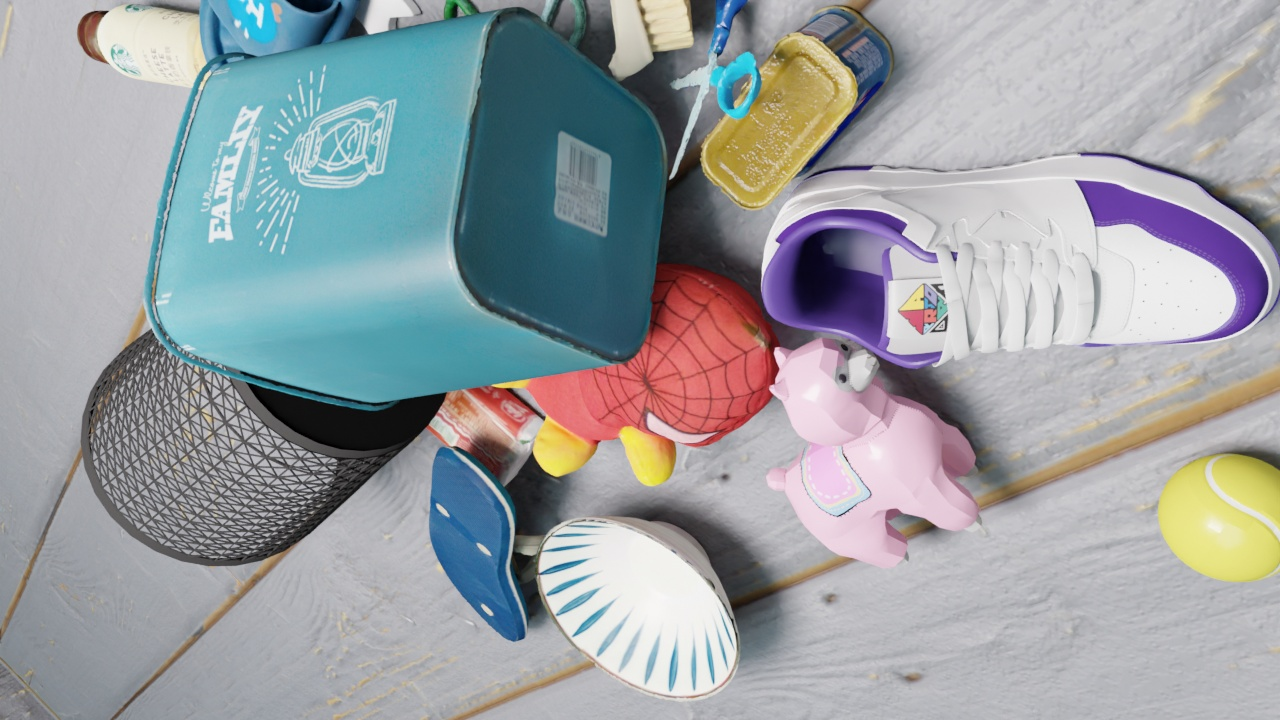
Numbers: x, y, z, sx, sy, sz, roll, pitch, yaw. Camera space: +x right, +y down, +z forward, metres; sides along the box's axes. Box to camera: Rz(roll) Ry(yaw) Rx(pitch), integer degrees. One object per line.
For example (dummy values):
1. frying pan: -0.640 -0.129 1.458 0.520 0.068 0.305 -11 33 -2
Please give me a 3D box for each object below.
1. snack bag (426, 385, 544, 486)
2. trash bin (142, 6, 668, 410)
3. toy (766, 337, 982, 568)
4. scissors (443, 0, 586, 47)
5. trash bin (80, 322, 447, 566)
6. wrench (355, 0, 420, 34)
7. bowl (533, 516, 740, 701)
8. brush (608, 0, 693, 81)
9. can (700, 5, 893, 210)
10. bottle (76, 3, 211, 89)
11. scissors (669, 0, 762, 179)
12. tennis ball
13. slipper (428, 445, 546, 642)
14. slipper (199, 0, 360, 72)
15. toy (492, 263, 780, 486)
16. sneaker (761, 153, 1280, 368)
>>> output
1. snack bag: -0.138 0.046 0.756 0.116 0.036 0.077 39 132 6
2. trash bin: -0.119 -0.079 0.520 0.219 0.199 0.196 -2 75 36
3. toy: 0.127 0.054 0.547 0.157 0.067 0.124 33 133 -17
4. scissors: -0.074 -0.190 0.578 0.125 0.011 0.132 48 132 -2
5. trash bin: -0.278 0.026 0.707 0.244 0.216 0.217 -28 102 42
6. wrench: -0.254 -0.287 0.631 0.273 0.009 0.047 36 132 8
7. bowl: 0.009 0.177 0.724 0.177 0.070 0.178 16 126 24
8. brush: -0.071 -0.258 0.506 0.272 0.077 0.062 44 169 10
9. can: 0.080 -0.132 0.484 0.054 0.058 0.100 43 132 2
10. bottle: -0.361 -0.239 0.700 0.162 0.056 0.057 16 126 24
11. scissors: 0.041 -0.159 0.483 0.014 0.127 0.133 13 93 -18
12. tennis ball: 0.304 0.081 0.473 0.065 0.065 0.065 17 127 23
13. slipper: -0.130 0.153 0.800 0.118 0.060 0.296 33 147 17
14. slipper: -0.228 -0.255 0.587 0.104 0.059 0.214 47 121 2
15. toy: -0.004 0.004 0.601 0.217 0.098 0.147 -16 119 40
16. sneaker: 0.169 -0.042 0.449 0.244 0.110 0.092 10 124 28
